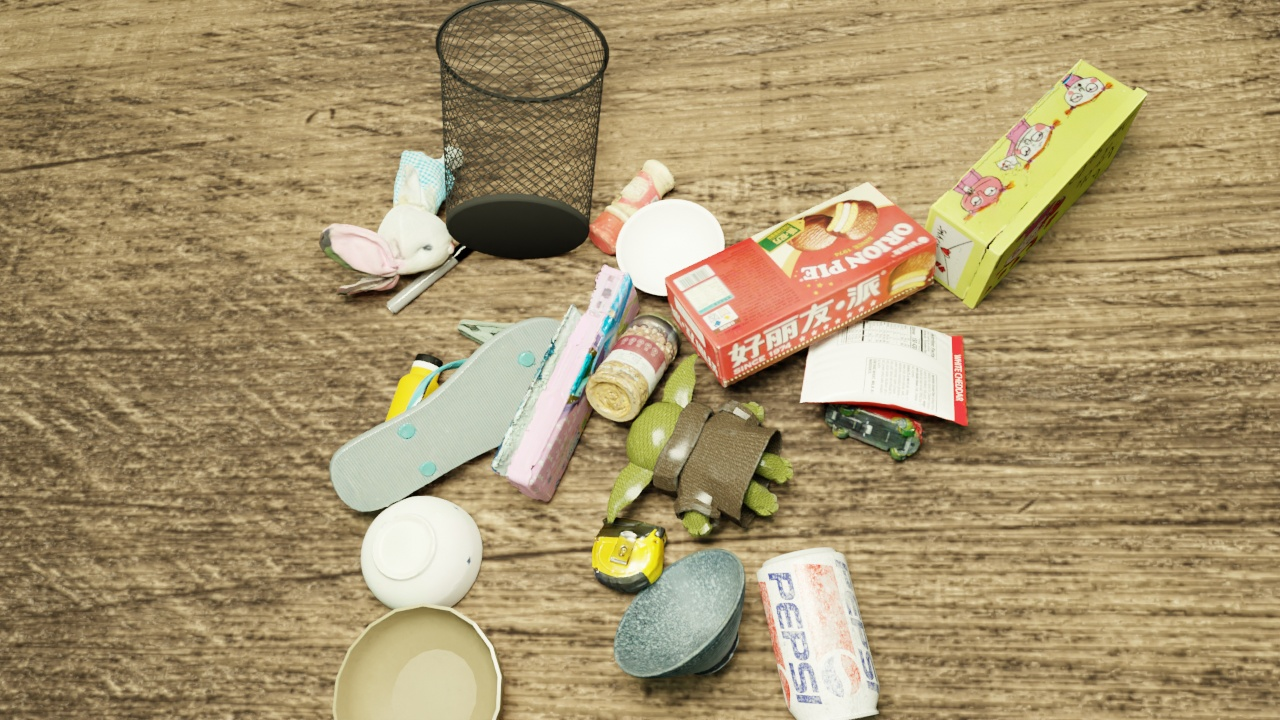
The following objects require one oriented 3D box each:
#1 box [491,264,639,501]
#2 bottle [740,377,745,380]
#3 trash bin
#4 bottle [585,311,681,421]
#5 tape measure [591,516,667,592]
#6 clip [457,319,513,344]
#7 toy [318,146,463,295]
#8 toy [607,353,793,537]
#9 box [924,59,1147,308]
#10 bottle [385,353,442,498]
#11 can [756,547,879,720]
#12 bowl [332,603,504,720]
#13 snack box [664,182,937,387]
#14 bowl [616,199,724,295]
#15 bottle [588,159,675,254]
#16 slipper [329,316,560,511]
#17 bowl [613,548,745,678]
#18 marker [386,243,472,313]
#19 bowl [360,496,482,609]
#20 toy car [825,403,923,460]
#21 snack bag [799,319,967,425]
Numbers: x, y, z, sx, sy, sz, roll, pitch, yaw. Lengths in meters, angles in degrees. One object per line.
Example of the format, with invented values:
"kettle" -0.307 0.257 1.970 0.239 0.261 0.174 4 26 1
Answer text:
"box" -0.070 0.020 0.891 0.053 0.085 0.230 20 73 14
"bottle" 0.132 -0.027 0.907 0.113 0.030 0.030 -40 68 -8
"trash bin" -0.125 -0.230 0.956 0.184 0.184 0.210 -3 74 8
"bottle" -0.005 0.005 0.880 0.056 0.056 0.105 19 45 15
"tape measure" -0.012 0.178 0.840 0.066 0.037 0.064 9 60 19
"clip" -0.157 -0.027 0.958 0.076 0.023 0.059 15 70 12
"toy" -0.239 -0.147 0.988 0.105 0.131 0.204 27 61 4
"toy" 0.060 0.091 0.846 0.153 0.078 0.179 20 69 23
"box" 0.370 -0.168 0.878 0.220 0.124 0.081 -42 69 -11
"bottle" -0.234 0.063 0.922 0.043 0.043 0.143 10 70 13
"can" 0.150 0.233 0.775 0.078 0.078 0.136 -13 67 4
"bowl" -0.191 0.298 0.817 0.152 0.050 0.152 -3 68 8
"snack box" 0.152 -0.077 0.879 0.236 0.060 0.113 -26 48 -9
"bowl" 0.032 -0.108 0.950 0.110 0.040 0.109 -3 68 8
"bottle" -0.009 -0.164 0.978 0.044 0.044 0.109 35 76 20
"slipper" -0.178 0.054 0.901 0.268 0.055 0.098 -37 111 -16
"bowl" 0.048 0.232 0.792 0.137 0.137 0.057 -42 108 -9
"marker" -0.218 -0.101 0.999 0.140 0.016 0.016 -41 68 -8
"bowl" -0.211 0.179 0.862 0.113 0.063 0.113 -3 69 7
"toy car" 0.218 0.059 0.854 0.091 0.042 0.036 24 49 22
"snack bag" 0.228 0.005 0.857 0.144 0.039 0.130 7 39 12
